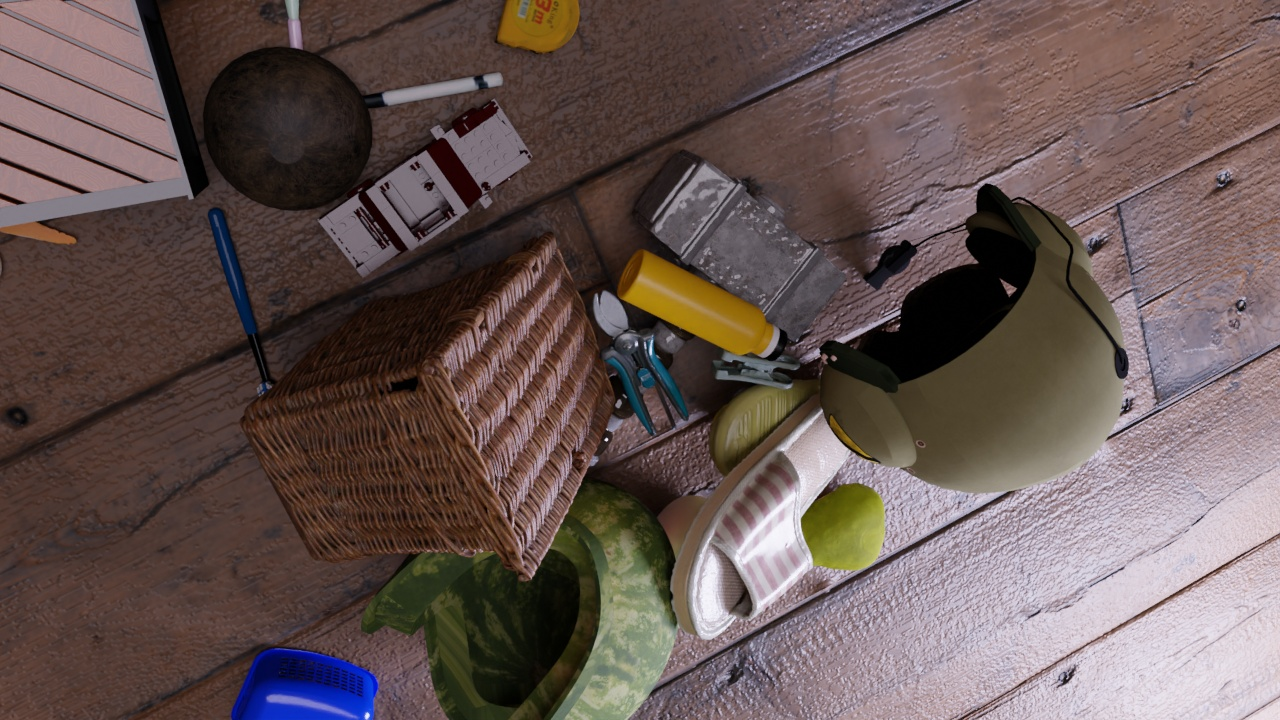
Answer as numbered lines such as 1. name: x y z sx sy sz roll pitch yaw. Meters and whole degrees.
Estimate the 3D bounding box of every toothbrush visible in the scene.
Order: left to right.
1. toothbrush: -0.317 -0.039 0.734 0.014 0.014 0.168 -10 109 -2
2. toothbrush: -0.261 -0.272 0.683 0.022 0.015 0.155 5 106 13
3. toothbrush: -0.199 -0.204 0.723 0.186 0.012 0.017 -14 122 -12

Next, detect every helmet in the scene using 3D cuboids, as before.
1. helmet: -0.079 0.210 0.758 0.213 0.247 0.243 40 76 17
2. helmet: 0.271 -0.002 0.774 0.250 0.255 0.233 -45 109 0

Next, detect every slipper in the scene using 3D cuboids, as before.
1. slipper: 0.124 0.054 0.858 0.190 0.082 0.092 -9 108 -41
2. slipper: 0.119 0.127 0.771 0.262 0.052 0.115 -44 128 -34

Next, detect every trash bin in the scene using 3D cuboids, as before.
1. trash bin: -0.398 -0.165 0.599 0.171 0.140 0.140 -14 109 -17

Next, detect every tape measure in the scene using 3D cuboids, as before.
1. tape measure: -0.078 -0.277 0.727 0.059 0.030 0.068 13 103 -19

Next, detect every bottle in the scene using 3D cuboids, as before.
1. bottle: 0.053 -0.040 0.743 0.143 0.043 0.043 25 97 -19

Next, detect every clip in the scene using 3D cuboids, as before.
1. clip: 0.099 0.006 0.787 0.076 0.023 0.044 8 119 -16

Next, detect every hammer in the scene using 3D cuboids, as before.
1. hammer: 0.015 -0.009 0.812 0.177 0.079 0.326 35 99 -22

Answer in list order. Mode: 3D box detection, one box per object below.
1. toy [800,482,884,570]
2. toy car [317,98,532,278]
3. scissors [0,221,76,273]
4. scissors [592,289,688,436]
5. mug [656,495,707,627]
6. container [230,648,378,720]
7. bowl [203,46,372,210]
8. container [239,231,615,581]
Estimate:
1. toy: 0.192 0.169 0.921 0.110 0.051 0.090 -4 104 -12
2. toy car: -0.168 -0.136 0.724 0.169 0.062 0.070 -36 112 -4
3. scissors: -0.482 -0.101 0.669 0.125 0.011 0.131 16 100 -19
4. scissors: 0.003 0.003 0.763 0.145 0.019 0.133 11 117 -19
5. mug: 0.049 0.189 0.860 0.099 0.096 0.120 36 89 -11
6. container: -0.299 0.318 0.816 0.114 0.058 0.096 23 98 -21
7. bowl: -0.261 -0.165 0.679 0.121 0.056 0.121 -7 118 -14
8. container: -0.148 0.033 0.677 0.183 0.249 0.162 -13 112 18
